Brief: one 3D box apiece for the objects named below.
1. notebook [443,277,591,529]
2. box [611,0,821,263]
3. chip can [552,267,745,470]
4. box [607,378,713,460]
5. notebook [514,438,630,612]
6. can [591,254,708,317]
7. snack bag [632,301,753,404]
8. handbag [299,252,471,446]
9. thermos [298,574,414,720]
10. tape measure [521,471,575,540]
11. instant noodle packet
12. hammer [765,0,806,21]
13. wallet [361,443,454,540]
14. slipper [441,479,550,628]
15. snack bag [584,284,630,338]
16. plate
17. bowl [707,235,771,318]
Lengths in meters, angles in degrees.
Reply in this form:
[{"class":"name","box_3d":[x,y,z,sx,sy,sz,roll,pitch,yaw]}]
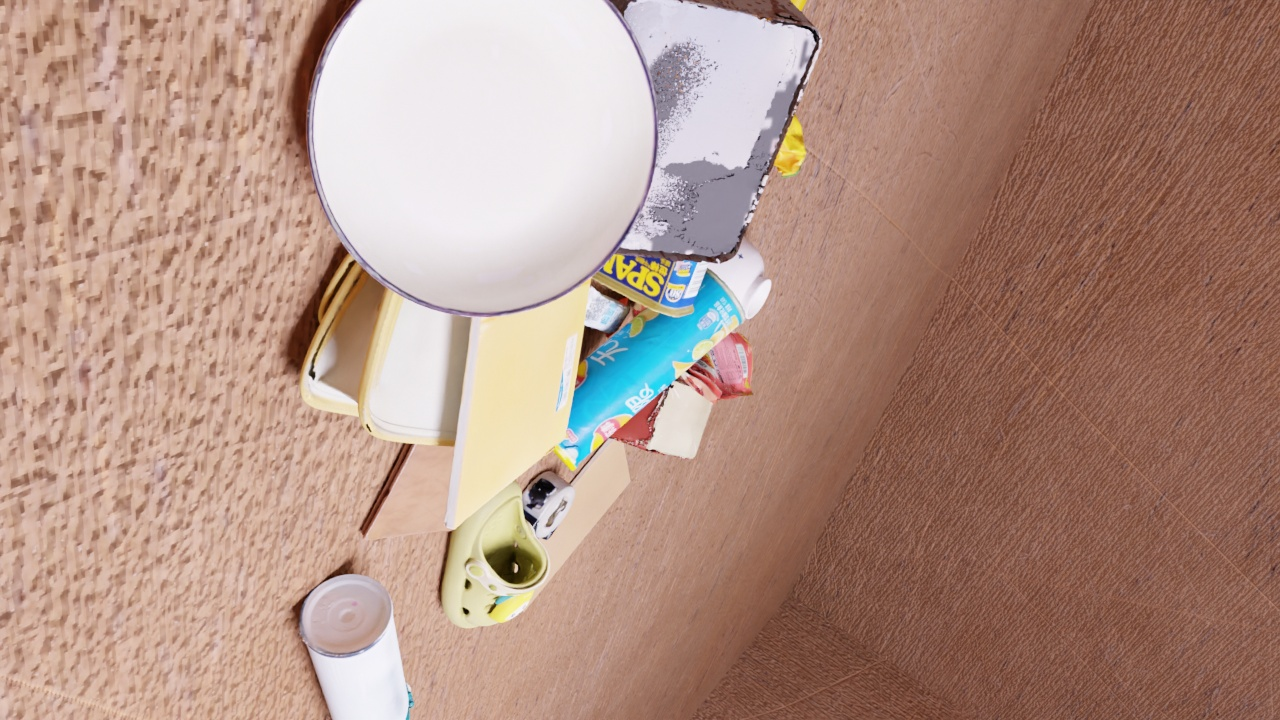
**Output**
[{"class":"notebook","box_3d":[-0.081,0.018,0.657,0.206,0.010,0.146,-37,139,-70]},{"class":"box","box_3d":[0.000,-0.185,0.625,0.150,0.166,0.182,4,129,-20]},{"class":"chip can","box_3d":[-0.005,0.005,0.826,0.210,0.071,0.071,-40,156,-9]},{"class":"box","box_3d":[0.029,0.063,1.012,0.168,0.078,0.091,24,85,-68]},{"class":"notebook","box_3d":[-0.082,0.187,1.059,0.207,0.008,0.148,-50,158,-21]},{"class":"can","box_3d":[0.009,-0.095,0.743,0.057,0.102,0.083,-18,133,-59]},{"class":"snack bag","box_3d":[0.063,-0.005,0.967,0.073,0.128,0.207,-43,165,13]},{"class":"handbag","box_3d":[-0.131,-0.039,0.588,0.163,0.063,0.178,22,84,-69]},{"class":"thermos","box_3d":[-0.227,0.261,0.757,0.073,0.073,0.225,-42,154,-36]},{"class":"tape measure","box_3d":[-0.098,0.147,0.933,0.066,0.033,0.065,-57,161,-3]},{"class":"instant noodle packet","box_3d":[0.086,-0.217,0.726,0.044,0.110,0.128,-23,151,23]},{"class":"hammer","box_3d":[0.104,-0.261,0.821,0.301,0.033,0.128,-62,157,10]},{"class":"wallet","box_3d":[-0.164,0.096,0.737,0.101,0.020,0.115,-61,156,8]},{"class":"slipper","box_3d":[-0.132,0.193,0.857,0.091,0.081,0.191,-35,146,-41]},{"class":"snack bag","box_3d":[-0.037,-0.044,0.814,0.104,0.026,0.048,7,107,-66]},{"class":"plate","box_3d":[-0.083,-0.120,0.496,0.192,0.039,0.193,-11,114,-25]},{"class":"bowl","box_3d":[0.105,-0.083,1.025,0.118,0.065,0.118,-46,156,-28]}]
